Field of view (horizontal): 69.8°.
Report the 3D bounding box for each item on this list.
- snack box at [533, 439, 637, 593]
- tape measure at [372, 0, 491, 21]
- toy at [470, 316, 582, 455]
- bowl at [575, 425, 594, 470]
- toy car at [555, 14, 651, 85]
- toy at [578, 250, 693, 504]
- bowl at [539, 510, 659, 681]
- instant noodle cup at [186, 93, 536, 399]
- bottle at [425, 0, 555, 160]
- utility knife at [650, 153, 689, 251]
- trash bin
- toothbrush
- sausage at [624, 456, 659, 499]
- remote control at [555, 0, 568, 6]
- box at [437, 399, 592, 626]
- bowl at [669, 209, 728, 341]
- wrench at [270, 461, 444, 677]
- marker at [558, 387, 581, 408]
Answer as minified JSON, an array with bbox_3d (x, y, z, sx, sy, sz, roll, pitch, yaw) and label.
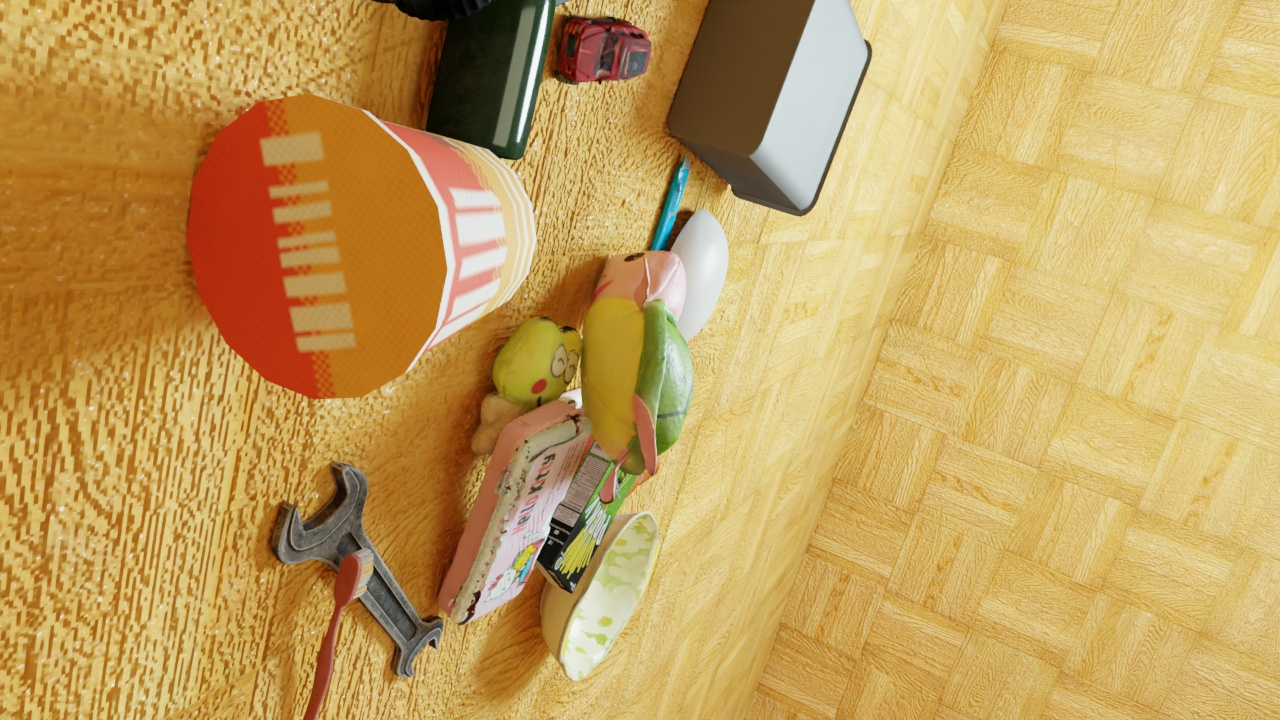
[{"bbox_3d":[-0.043,0.125,0.814,0.147,0.025,0.080,-60,158,-21],"label":"snack box"},{"bbox_3d":[-0.093,-0.189,0.423,0.067,0.063,0.038,-58,157,-22],"label":"tape measure"},{"bbox_3d":[-0.086,0.022,0.682,0.115,0.046,0.092,-60,163,2],"label":"toy"},{"bbox_3d":[-0.054,0.092,0.843,0.121,0.035,0.122,-51,154,-38],"label":"bowl"},{"bbox_3d":[-0.025,-0.208,0.619,0.091,0.036,0.042,-25,134,-54],"label":"toy car"},{"bbox_3d":[-0.004,0.004,0.717,0.237,0.087,0.191,-90,-166,-46],"label":"toy"},{"bbox_3d":[-0.052,0.236,0.963,0.218,0.060,0.188,-18,127,-65],"label":"bowl"},{"bbox_3d":[-0.117,-0.057,0.432,0.121,0.123,0.123,-34,142,-68],"label":"instant noodle cup"},{"bbox_3d":[-0.069,-0.198,0.486,0.055,0.055,0.174,-15,123,-65],"label":"bottle"},{"bbox_3d":[0.021,-0.115,0.853,0.031,0.015,0.158,-18,126,-70],"label":"utility knife"},{"bbox_3d":[0.128,-0.257,0.860,0.219,0.098,0.192,10,102,-68],"label":"trash bin"},{"bbox_3d":[-0.204,0.200,0.593,0.015,0.015,0.185,-17,132,-62],"label":"toothbrush"},{"bbox_3d":[-0.031,0.134,0.932,0.039,0.044,0.163,-51,174,39],"label":"sausage"},{"bbox_3d":[-0.022,-0.265,0.586,0.151,0.020,0.041,-48,151,-45],"label":"remote control"},{"bbox_3d":[-0.097,0.121,0.692,0.086,0.044,0.203,-25,147,-52],"label":"box"},{"bbox_3d":[0.055,-0.073,0.915,0.149,0.043,0.150,-60,165,-29],"label":"bowl"},{"bbox_3d":[-0.181,0.155,0.627,0.069,0.010,0.274,-55,157,-30],"label":"wrench"},{"bbox_3d":[-0.050,0.033,0.820,0.133,0.017,0.020,-17,128,-64],"label":"marker"}]
